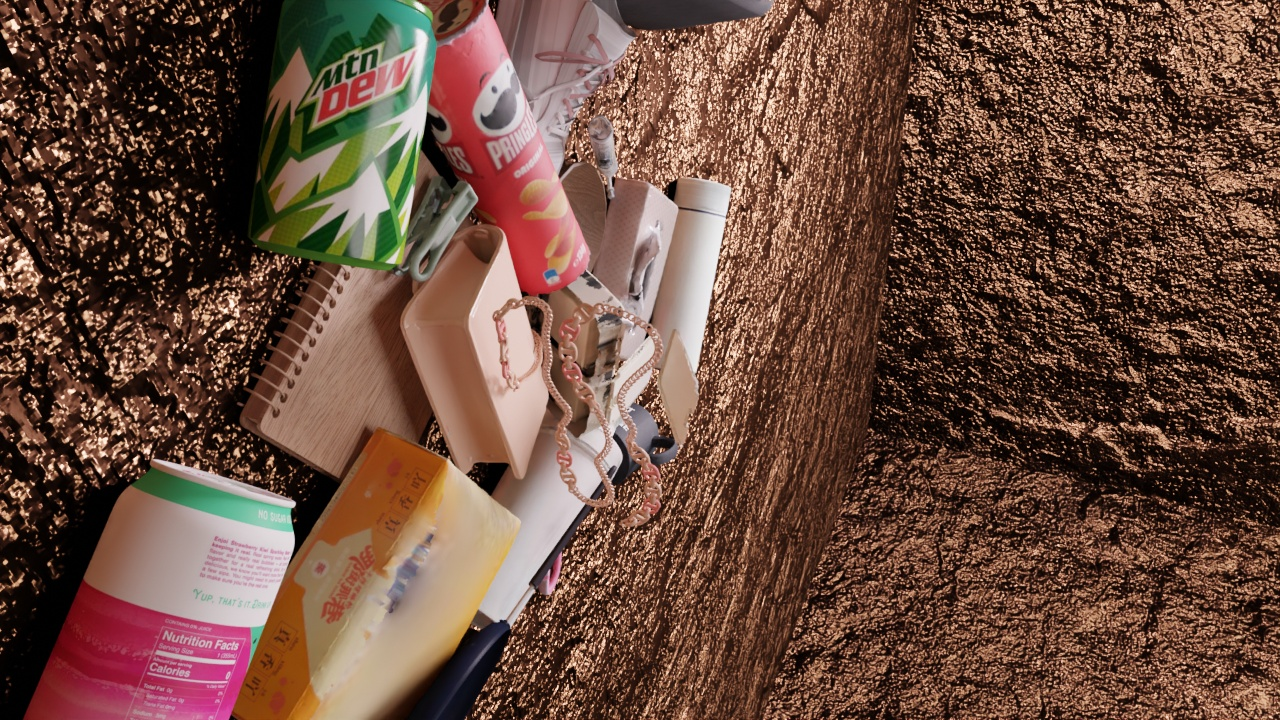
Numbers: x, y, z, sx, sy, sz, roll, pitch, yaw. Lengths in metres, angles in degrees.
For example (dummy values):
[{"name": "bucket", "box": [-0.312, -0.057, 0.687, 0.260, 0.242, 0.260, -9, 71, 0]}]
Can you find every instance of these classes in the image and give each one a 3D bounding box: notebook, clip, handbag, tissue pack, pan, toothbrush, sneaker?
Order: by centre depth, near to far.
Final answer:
[{"name": "clip", "box": [-0.138, -0.086, 0.605, 0.076, 0.047, 0.023, -64, 156, -20]}, {"name": "notebook", "box": [-0.174, -0.024, 0.625, 0.169, 0.022, 0.210, 61, 46, -62]}, {"name": "handbag", "box": [-0.055, 0.006, 0.653, 0.116, 0.187, 0.199, -70, 157, -47]}, {"name": "pan", "box": [-0.116, 0.217, 0.694, 0.355, 0.021, 0.199, -54, 172, -26]}, {"name": "sneaker", "box": [-0.054, -0.236, 0.707, 0.099, 0.089, 0.236, -21, 121, -65]}, {"name": "handbag", "box": [0.059, -0.327, 0.792, 0.175, 0.196, 0.072, -26, 126, -64]}, {"name": "toothbrush", "box": [-0.032, -0.180, 0.835, 0.185, 0.022, 0.024, 90, -10, -84]}, {"name": "tissue pack", "box": [-0.007, -0.089, 0.955, 0.103, 0.071, 0.181, 19, 88, -70]}]

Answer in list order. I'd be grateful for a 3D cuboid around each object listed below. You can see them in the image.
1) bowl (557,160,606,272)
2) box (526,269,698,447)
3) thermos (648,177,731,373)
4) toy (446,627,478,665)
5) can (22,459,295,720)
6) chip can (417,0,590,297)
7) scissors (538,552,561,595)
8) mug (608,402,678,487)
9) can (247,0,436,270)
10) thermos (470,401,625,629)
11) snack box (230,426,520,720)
[{"name": "bowl", "box": [-0.069, -0.121, 0.819, 0.117, 0.030, 0.118, 14, 90, -69]}, {"name": "box", "box": [-0.004, 0.005, 0.777, 0.100, 0.194, 0.144, -24, 144, -32]}, {"name": "thermos", "box": [0.056, -0.101, 1.100, 0.067, 0.068, 0.230, -6, 107, -68]}, {"name": "toy", "box": [-0.168, 0.269, 0.773, 0.099, 0.062, 0.076, -41, 177, -46]}, {"name": "can", "box": [-0.240, 0.140, 0.460, 0.088, 0.088, 0.165, 45, 61, -66]}, {"name": "chip can", "box": [-0.100, -0.145, 0.649, 0.073, 0.073, 0.233, -64, 152, -29]}, {"name": "scissors", "box": [-0.105, 0.177, 0.928, 0.158, 0.014, 0.173, -35, 134, -60]}, {"name": "mug", "box": [-0.012, 0.092, 0.986, 0.077, 0.105, 0.071, -34, 128, -60]}, {"name": "can", "box": [-0.163, -0.127, 0.506, 0.083, 0.083, 0.144, -3, 105, -68]}, {"name": "thermos", "box": [-0.098, 0.133, 0.830, 0.219, 0.099, 0.099, -58, 152, -29]}, {"name": "snack box", "box": [-0.171, 0.166, 0.629, 0.195, 0.081, 0.145, -61, 155, -17]}]
